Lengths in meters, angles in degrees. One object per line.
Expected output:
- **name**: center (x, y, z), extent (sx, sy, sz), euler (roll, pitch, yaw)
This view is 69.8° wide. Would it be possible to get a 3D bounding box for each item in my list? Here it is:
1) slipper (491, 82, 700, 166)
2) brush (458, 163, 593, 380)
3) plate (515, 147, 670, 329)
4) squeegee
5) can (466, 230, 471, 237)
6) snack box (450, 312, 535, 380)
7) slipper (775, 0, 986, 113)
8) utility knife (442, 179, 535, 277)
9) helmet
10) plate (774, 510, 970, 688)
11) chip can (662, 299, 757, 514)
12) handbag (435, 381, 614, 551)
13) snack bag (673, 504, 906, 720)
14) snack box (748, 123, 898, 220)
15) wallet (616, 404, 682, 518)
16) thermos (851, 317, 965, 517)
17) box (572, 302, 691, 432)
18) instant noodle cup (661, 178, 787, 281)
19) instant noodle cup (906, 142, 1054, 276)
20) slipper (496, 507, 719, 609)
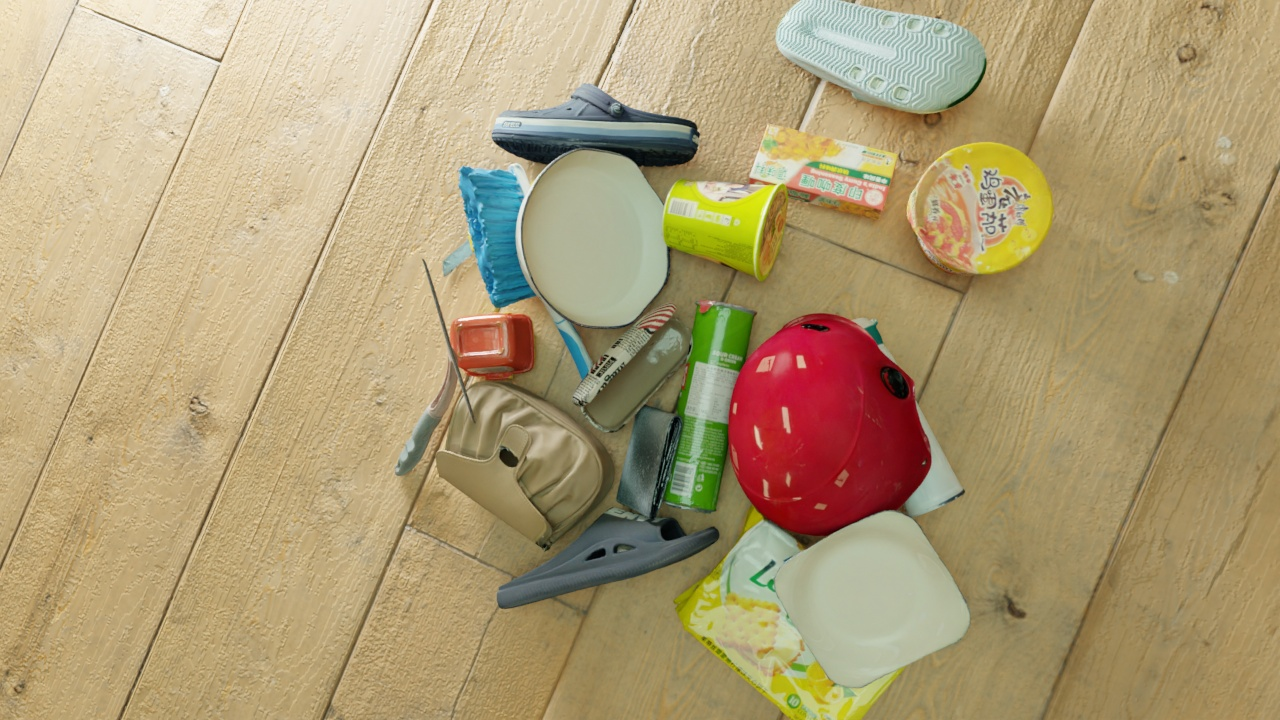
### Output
- **slipper**: center (-0.055, -0.281, 1.080), extent (0.253, 0.105, 0.095), euler (6, 86, 11)
- **brush**: center (-0.120, -0.075, 1.054), extent (0.109, 0.061, 0.314), euler (-17, 100, -27)
- **plate**: center (-0.055, -0.136, 1.044), extent (0.046, 0.204, 0.205), euler (2, 85, 51)
- **squeegee**: center (-0.244, 0.054, 1.075), extent (0.250, 0.040, 0.247), euler (-61, 41, 37)
- **can**: center (-0.144, -0.145, 1.103), extent (0.083, 0.057, 0.102), euler (-43, 95, 2)
- **snack box**: center (-0.179, -0.019, 1.096), extent (0.091, 0.080, 0.082), euler (-5, 85, 9)
- **slipper**: center (0.268, -0.343, 1.048), extent (0.245, 0.074, 0.104), euler (29, 92, 27)
- **utility knife**: center (-0.171, -0.172, 1.138), extent (0.202, 0.015, 0.033), euler (-38, 78, 6)
- **helmet**: center (0.176, 0.073, 0.962), extent (0.208, 0.143, 0.240), euler (-23, 83, 36)
- **plate**: center (0.235, 0.241, 0.942), extent (0.164, 0.034, 0.163), euler (-30, 98, 12)
- **chip can**: center (0.075, 0.052, 1.049), extent (0.072, 0.072, 0.236), euler (11, 88, 11)
- **handbag**: center (-0.139, 0.117, 1.069), extent (0.204, 0.099, 0.148), euler (31, 94, 15)
- **snack bag**: center (0.173, 0.296, 1.016), extent (0.246, 0.068, 0.158), euler (39, 94, 9)
- **snack box**: center (0.210, -0.218, 1.059), extent (0.156, 0.027, 0.077), euler (16, 72, 11)
- **wallet**: center (0.008, 0.114, 1.052), extent (0.019, 0.097, 0.121), euler (15, 88, -24)
- **thermos**: center (0.273, 0.059, 1.017), extent (0.073, 0.073, 0.224), euler (-27, 81, 7)
- **box**: center (-0.007, 0.005, 1.050), extent (0.075, 0.086, 0.162), euler (44, 81, 9)
- **instant noodle cup**: center (0.093, -0.158, 1.050), extent (0.123, 0.111, 0.111), euler (15, 88, 19)
- **instant noodle cup**: center (0.361, -0.154, 0.995), extent (0.138, 0.109, 0.138), euler (-1, 86, 9)
- **slipper**: center (-0.046, 0.214, 1.043), extent (0.268, 0.110, 0.083), euler (-18, 80, 11)
